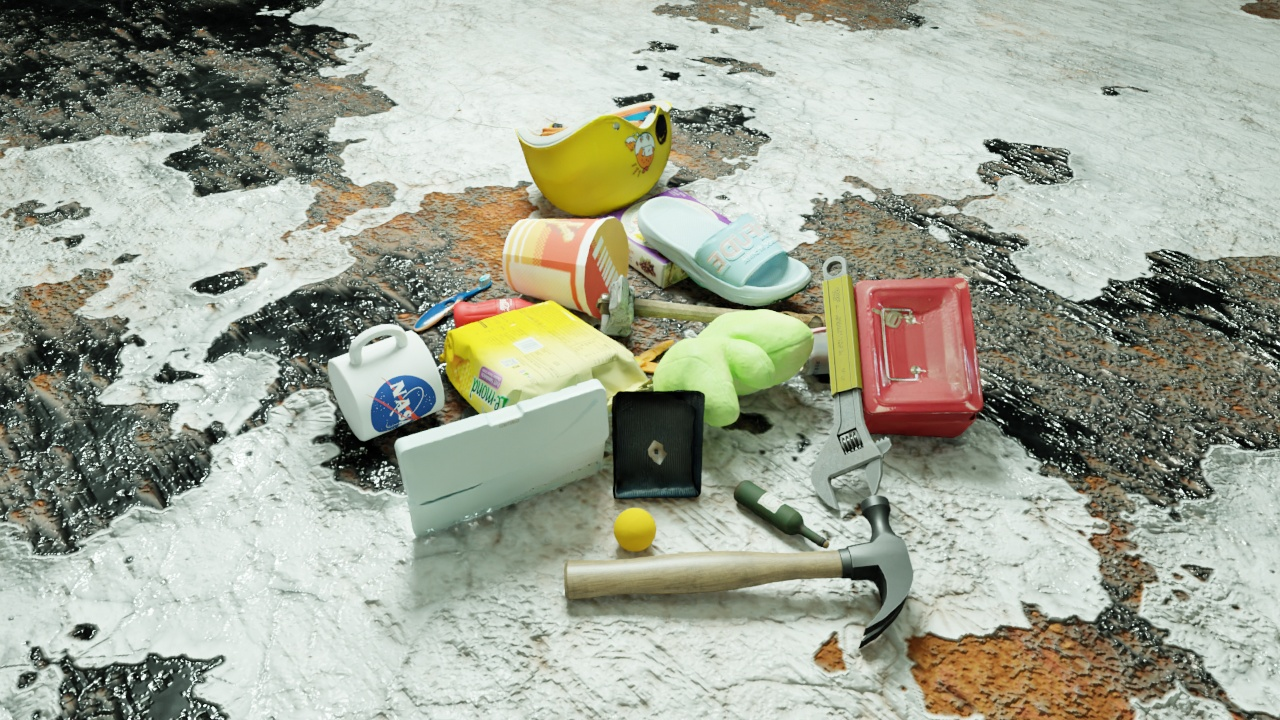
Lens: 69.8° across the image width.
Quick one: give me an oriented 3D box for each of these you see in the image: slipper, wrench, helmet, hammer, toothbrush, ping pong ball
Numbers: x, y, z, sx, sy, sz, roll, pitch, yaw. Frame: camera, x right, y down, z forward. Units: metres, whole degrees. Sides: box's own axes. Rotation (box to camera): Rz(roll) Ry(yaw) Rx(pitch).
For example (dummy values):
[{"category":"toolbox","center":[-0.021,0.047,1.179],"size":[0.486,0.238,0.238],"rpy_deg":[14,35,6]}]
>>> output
[{"category":"slipper","center":[0.099,-0.148,1.151],"size":[0.245,0.074,0.103],"rpy_deg":[33,52,24]},{"category":"wrench","center":[0.208,0.017,0.946],"size":[0.084,0.018,0.273],"rpy_deg":[-13,66,28]},{"category":"helmet","center":[-0.049,-0.284,1.312],"size":[0.209,0.140,0.239],"rpy_deg":[4,22,39]},{"category":"hammer","center":[0.085,0.192,0.819],"size":[0.305,0.040,0.132],"rpy_deg":[-4,48,0]},{"category":"toothbrush","center":[-0.233,-0.073,1.149],"size":[0.021,0.017,0.134],"rpy_deg":[24,44,27]},{"category":"ping pong ball","center":[-0.005,0.159,0.860],"size":[0.040,0.040,0.040],"rpy_deg":[1,40,-1]},{"category":"hammer","center":[0.107,-0.051,1.084],"size":[0.318,0.122,0.049],"rpy_deg":[6,77,-8]}]

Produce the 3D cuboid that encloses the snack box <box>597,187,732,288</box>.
[{"category":"snack box","center":[0.040,-0.171,1.258],"size":[0.147,0.041,0.143],"rpy_deg":[-27,48,-30]}]

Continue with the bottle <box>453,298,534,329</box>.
[{"category":"bottle","center":[-0.166,-0.057,1.116],"size":[0.119,0.036,0.036],"rpy_deg":[-5,40,-8]}]

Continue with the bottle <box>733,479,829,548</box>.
[{"category":"bottle","center":[0.137,0.151,0.887],"size":[0.106,0.025,0.025],"rpy_deg":[31,48,31]}]

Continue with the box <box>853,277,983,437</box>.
[{"category":"box","center":[0.291,-0.002,0.989],"size":[0.129,0.093,0.157],"rpy_deg":[2,71,1]}]

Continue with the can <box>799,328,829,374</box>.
[{"category":"can","center":[0.251,-0.012,1.065],"size":[0.135,0.054,0.054],"rpy_deg":[-2,40,-5]}]

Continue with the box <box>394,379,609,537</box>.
[{"category":"box","center":[-0.122,0.096,0.857],"size":[0.196,0.135,0.040],"rpy_deg":[-16,42,-20]}]

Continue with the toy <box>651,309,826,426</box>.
[{"category":"toy","center":[0.097,0.001,0.989],"size":[0.151,0.107,0.196],"rpy_deg":[-19,18,48]}]

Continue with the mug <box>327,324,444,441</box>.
[{"category":"mug","center":[-0.268,0.014,0.961],"size":[0.090,0.121,0.091],"rpy_deg":[-24,45,-27]}]

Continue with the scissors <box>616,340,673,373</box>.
[{"category":"scissors","center":[-0.010,0.002,1.072],"size":[0.125,0.011,0.128],"rpy_deg":[-32,51,-33]}]

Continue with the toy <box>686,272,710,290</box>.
[{"category":"toy","center":[0.119,-0.115,1.196],"size":[0.105,0.033,0.085],"rpy_deg":[-28,59,-31]}]

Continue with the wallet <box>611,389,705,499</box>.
[{"category":"wallet","center":[0.016,0.082,0.904],"size":[0.089,0.115,0.026],"rpy_deg":[0,14,-5]}]

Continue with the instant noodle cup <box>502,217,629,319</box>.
[{"category":"instant noodle cup","center":[-0.095,-0.122,1.142],"size":[0.121,0.124,0.123],"rpy_deg":[11,40,22]}]

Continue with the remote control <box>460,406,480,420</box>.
[{"category":"remote control","center":[-0.121,0.069,0.989],"size":[0.146,0.008,0.045],"rpy_deg":[2,40,0]}]

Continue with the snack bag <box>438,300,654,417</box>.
[{"category":"snack bag","center":[-0.111,0.003,0.984],"size":[0.159,0.068,0.247],"rpy_deg":[-21,29,-24]}]
